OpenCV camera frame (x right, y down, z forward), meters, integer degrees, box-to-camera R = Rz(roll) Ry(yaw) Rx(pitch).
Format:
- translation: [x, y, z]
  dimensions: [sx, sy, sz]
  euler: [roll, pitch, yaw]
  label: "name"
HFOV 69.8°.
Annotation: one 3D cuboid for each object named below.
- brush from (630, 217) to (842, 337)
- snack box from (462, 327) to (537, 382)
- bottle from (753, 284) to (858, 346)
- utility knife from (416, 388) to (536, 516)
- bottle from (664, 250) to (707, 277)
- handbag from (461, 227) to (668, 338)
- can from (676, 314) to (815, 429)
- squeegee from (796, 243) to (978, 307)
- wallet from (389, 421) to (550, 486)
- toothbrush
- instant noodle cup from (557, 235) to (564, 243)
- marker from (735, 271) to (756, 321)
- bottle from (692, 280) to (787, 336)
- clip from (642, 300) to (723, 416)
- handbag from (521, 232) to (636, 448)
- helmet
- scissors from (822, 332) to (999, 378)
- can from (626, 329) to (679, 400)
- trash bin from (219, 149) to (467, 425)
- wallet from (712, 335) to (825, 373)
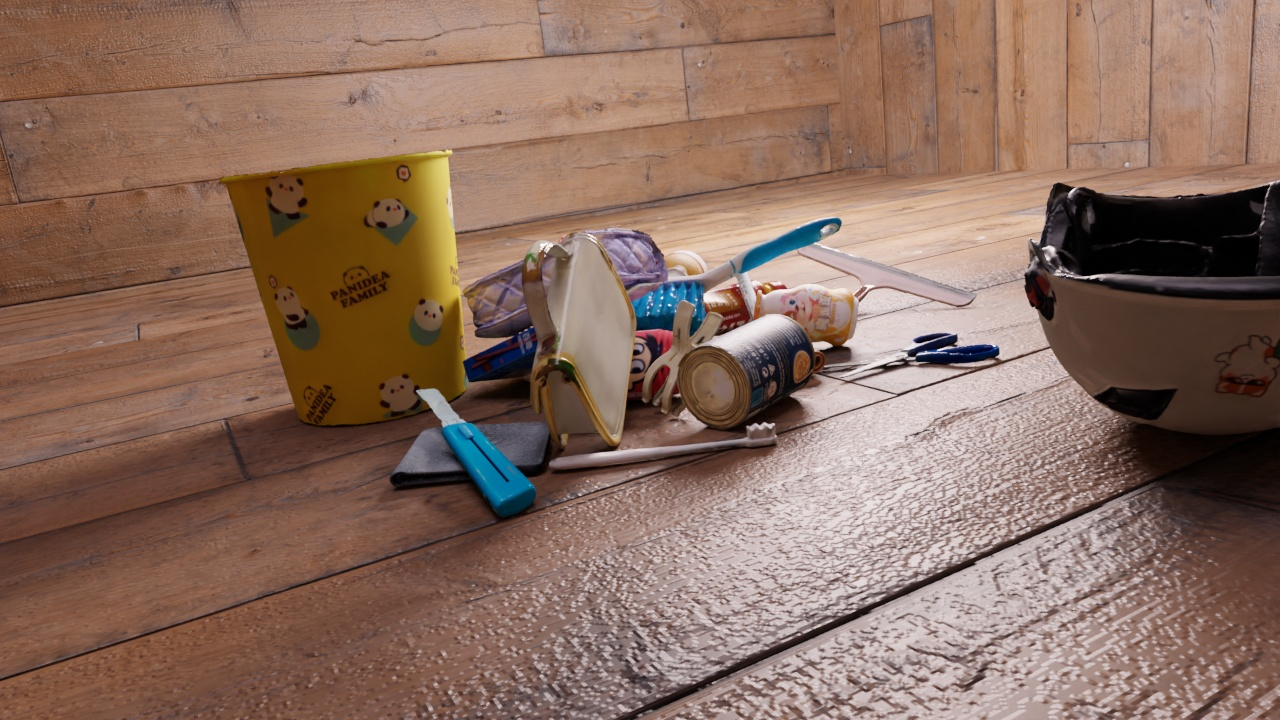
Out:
- translation: [0.068, -0.077, 1.002]
  dimensions: [0.315, 0.060, 0.109]
  euler: [-14, 42, 21]
  label: "brush"
- translation: [-0.100, -0.015, 0.948]
  dimensions: [0.157, 0.026, 0.084]
  euler: [-23, -10, 33]
  label: "snack box"
- translation: [0.177, -0.052, 0.989]
  dimensions: [0.108, 0.063, 0.063]
  euler: [8, 16, 6]
  label: "bottle"
- translation: [-0.141, 0.063, 0.735]
  dimensions: [0.034, 0.018, 0.238]
  euler: [-17, 25, -24]
  label: "utility knife"
- translation: [0.050, -0.105, 1.174]
  dimensions: [0.068, 0.068, 0.189]
  euler: [-5, 8, 7]
  label: "bottle"
- translation: [-0.082, -0.072, 0.965]
  dimensions: [0.194, 0.075, 0.134]
  euler: [-20, -6, 33]
  label: "handbag"
- translation: [0.092, 0.009, 0.796]
  dimensions: [0.075, 0.075, 0.110]
  euler: [5, 18, 39]
  label: "can"
- translation: [0.230, -0.064, 1.100]
  dimensions: [0.248, 0.040, 0.248]
  euler: [26, 37, 34]
  label: "squeegee"
- translation: [-0.135, 0.077, 0.759]
  dimensions: [0.121, 0.019, 0.097]
  euler: [-5, 16, 2]
  label: "wallet"
- translation: [0.018, 0.068, 0.716]
  dimensions: [0.180, 0.016, 0.016]
  euler: [-7, 12, -1]
  label: "toothbrush"
- translation: [-0.046, -0.085, 1.144]
  dimensions: [0.109, 0.138, 0.137]
  euler: [4, 16, 9]
  label: "instant noodle cup"
- translation: [0.129, -0.068, 1.064]
  dimensions: [0.017, 0.017, 0.145]
  euler: [-8, 43, -4]
  label: "marker"
- translation: [0.105, -0.061, 1.108]
  dimensions: [0.174, 0.057, 0.057]
  euler: [-16, 17, -33]
  label: "bottle"
- translation: [0.036, -0.002, 0.811]
  dimensions: [0.035, 0.100, 0.071]
  euler: [30, 8, 40]
  label: "clip"
- translation: [-0.062, -0.033, 0.756]
  dimensions: [0.063, 0.179, 0.163]
  euler: [-8, 46, 15]
  label: "handbag"
- translation: [0.389, -0.030, 0.643]
  dimensions: [0.230, 0.157, 0.273]
  euler: [-1, 26, 18]
  label: "helmet"
- translation: [0.267, -0.004, 0.896]
  dimensions: [0.164, 0.012, 0.162]
  euler: [3, 18, 37]
  label: "scissors"
- translation: [-0.005, 0.005, 0.876]
  dimensions: [0.094, 0.066, 0.066]
  euler: [-4, 14, 11]
  label: "can"
- translation: [-0.292, -0.080, 0.967]
  dimensions: [0.229, 0.255, 0.229]
  euler: [-7, 14, 2]
  label: "trash bin"
- translation: [0.107, -0.006, 0.932]
  dimensions: [0.119, 0.035, 0.130]
  euler: [-9, 13, -10]
  label: "wallet"
